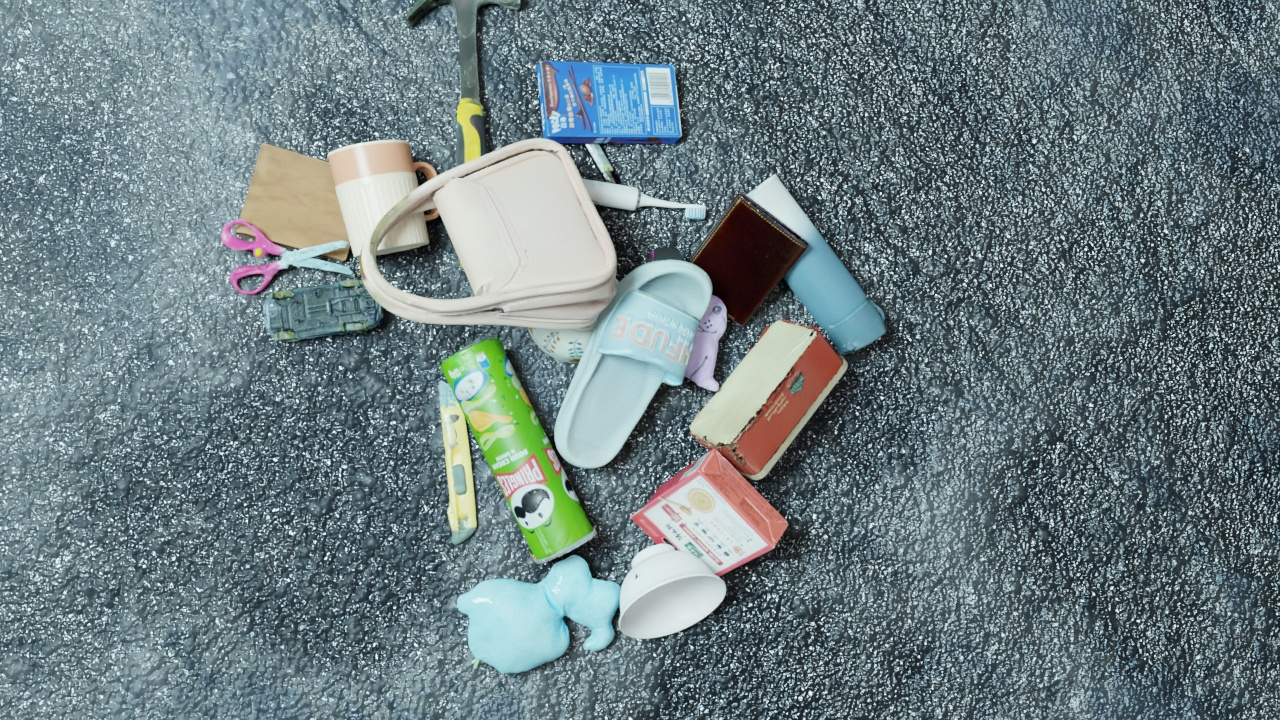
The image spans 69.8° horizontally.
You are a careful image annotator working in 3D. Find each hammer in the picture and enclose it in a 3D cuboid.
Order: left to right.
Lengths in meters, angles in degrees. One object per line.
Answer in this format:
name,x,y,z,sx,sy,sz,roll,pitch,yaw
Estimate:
hammer,-0.187,-0.259,0.999,0.126,0.032,0.323,-2,86,-10

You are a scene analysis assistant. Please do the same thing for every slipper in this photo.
slipper,-0.006,0.005,0.949,0.104,0.074,0.245,29,91,-32

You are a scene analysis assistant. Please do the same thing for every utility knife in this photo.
utility knife,-0.196,0.107,0.975,0.031,0.019,0.173,-6,81,-17

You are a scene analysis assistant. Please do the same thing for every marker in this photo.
marker,-0.059,-0.249,1.030,0.018,0.015,0.124,-31,94,-11

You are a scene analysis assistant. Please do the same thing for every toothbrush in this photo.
toothbrush,-0.034,-0.184,1.021,0.221,0.027,0.026,8,96,-10

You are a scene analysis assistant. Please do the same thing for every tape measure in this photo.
tape measure,0.025,-0.095,1.007,0.039,0.057,0.058,6,92,-9

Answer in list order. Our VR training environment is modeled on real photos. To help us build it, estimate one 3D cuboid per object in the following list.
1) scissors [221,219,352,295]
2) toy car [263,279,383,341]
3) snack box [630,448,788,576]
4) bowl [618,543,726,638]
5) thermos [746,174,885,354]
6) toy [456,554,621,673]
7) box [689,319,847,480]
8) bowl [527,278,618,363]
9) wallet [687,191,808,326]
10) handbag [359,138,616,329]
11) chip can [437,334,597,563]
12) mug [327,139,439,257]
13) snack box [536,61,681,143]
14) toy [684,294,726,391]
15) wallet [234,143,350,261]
scissors,-0.364,-0.097,0.948,0.137,0.017,0.096,13,108,-8
toy car,-0.329,-0.051,0.953,0.120,0.037,0.054,-8,87,-1
snack box,0.072,0.169,0.977,0.113,0.127,0.044,46,43,-4
bowl,0.024,0.233,0.966,0.118,0.118,0.064,-15,50,-11
thermos,0.192,-0.105,1.036,0.070,0.070,0.220,-39,93,-11
toy,-0.108,0.269,0.955,0.161,0.050,0.156,40,79,-13
box,0.132,0.034,0.990,0.168,0.091,0.079,-50,119,-11
bowl,-0.065,-0.055,0.986,0.113,0.062,0.113,1,85,-11
wallet,0.111,-0.109,1.011,0.096,0.020,0.123,37,117,-1
handbag,-0.154,-0.110,0.893,0.233,0.094,0.193,-16,62,-23
chip can,-0.129,0.091,0.956,0.072,0.072,0.236,-27,89,-11
mug,-0.258,-0.168,0.955,0.114,0.082,0.106,-17,98,-46
snack box,-0.034,-0.285,1.019,0.157,0.026,0.084,-4,85,-20
toy,0.058,-0.025,1.016,0.084,0.039,0.108,12,82,18
wallet,-0.355,-0.165,0.967,0.115,0.020,0.101,16,81,-11
